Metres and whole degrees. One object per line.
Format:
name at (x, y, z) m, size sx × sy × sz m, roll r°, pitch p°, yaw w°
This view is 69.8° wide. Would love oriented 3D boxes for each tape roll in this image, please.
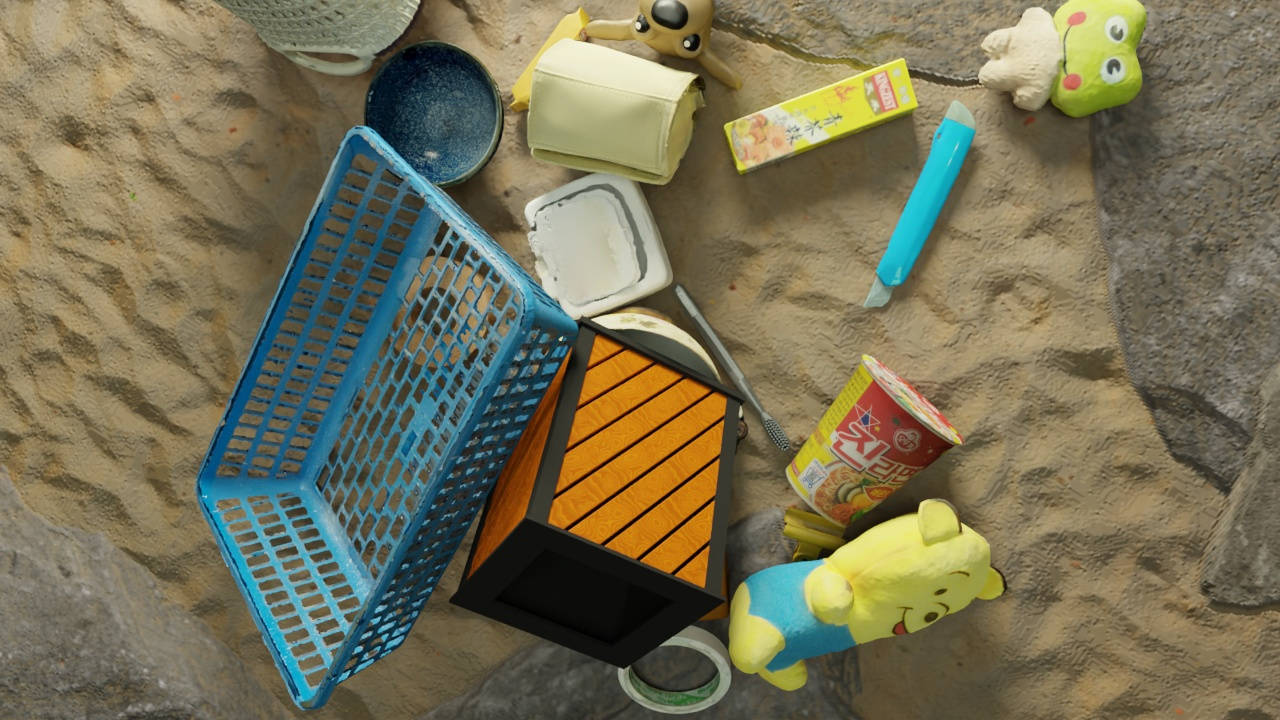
tape roll at (-0.172, -0.042, 0.784) m, size 0.094 × 0.027 × 0.094 m, roll 1°, pitch 95°, yaw 7°
tape roll at (0.029, 0.260, 0.773) m, size 0.094 × 0.018 × 0.094 m, roll 2°, pitch 120°, yaw 3°

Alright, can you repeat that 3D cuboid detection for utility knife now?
utility knife at (0.223, -0.120, 0.734) m, size 0.031 × 0.015 × 0.175 m, roll 25°, pitch 99°, yaw 7°

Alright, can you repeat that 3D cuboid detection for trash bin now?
trash bin at (-0.027, 0.097, 0.664) m, size 0.139 × 0.171 × 0.140 m, roll 26°, pitch 136°, yaw -15°

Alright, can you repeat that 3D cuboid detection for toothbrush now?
toothbrush at (0.076, 0.006, 0.766) m, size 0.013 × 0.013 × 0.167 m, roll -35°, pitch 88°, yaw 9°

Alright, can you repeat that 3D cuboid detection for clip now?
clip at (0.142, 0.151, 0.764) m, size 0.054 × 0.048 × 0.046 m, roll 16°, pitch 72°, yaw 4°

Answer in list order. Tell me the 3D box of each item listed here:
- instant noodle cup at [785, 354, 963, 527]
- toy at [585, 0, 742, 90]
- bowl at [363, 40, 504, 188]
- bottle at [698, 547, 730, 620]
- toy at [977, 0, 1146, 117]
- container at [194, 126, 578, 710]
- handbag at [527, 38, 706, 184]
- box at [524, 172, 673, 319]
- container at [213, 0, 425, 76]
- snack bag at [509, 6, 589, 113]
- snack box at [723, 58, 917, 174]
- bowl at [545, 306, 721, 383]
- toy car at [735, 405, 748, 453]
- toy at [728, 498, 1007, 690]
instant noodle cup at (0.177, 0.070, 0.721) m, size 0.100 × 0.100 × 0.113 m, roll 40°, pitch 106°, yaw 2°
toy at (0.033, -0.283, 0.706) m, size 0.134 × 0.105 × 0.108 m, roll 21°, pitch 108°, yaw 1°
bowl at (-0.161, -0.197, 0.752) m, size 0.114 × 0.060 × 0.114 m, roll 1°, pitch 97°, yaw 7°
bottle at (-0.006, 0.184, 0.764) m, size 0.157 × 0.067 × 0.068 m, roll -5°, pitch 94°, yaw 8°
toy at (0.319, -0.232, 0.697) m, size 0.118 × 0.043 × 0.092 m, roll 1°, pitch 96°, yaw 9°
container at (-0.199, 0.042, 0.696) m, size 0.257 × 0.089 × 0.363 m, roll 44°, pitch 113°, yaw 34°
handbag at (-0.014, -0.196, 0.710) m, size 0.119 × 0.111 × 0.081 m, roll 15°, pitch 124°, yaw 9°
box at (-0.039, -0.093, 0.731) m, size 0.102 × 0.095 × 0.107 m, roll -21°, pitch 90°, yaw 7°
container at (-0.250, -0.363, 0.695) m, size 0.185 × 0.143 × 0.251 m, roll 11°, pitch 91°, yaw 22°
snack bag at (-0.074, -0.245, 0.755) m, size 0.020 × 0.026 × 0.099 m, roll 40°, pitch 97°, yaw 8°
snack box at (0.142, -0.192, 0.730) m, size 0.148 × 0.029 × 0.040 m, roll -18°, pitch 93°, yaw 9°
bowl at (-0.004, 0.004, 0.734) m, size 0.145 × 0.063 × 0.145 m, roll 6°, pitch 137°, yaw 6°
toy car at (0.059, 0.079, 0.756) m, size 0.040 × 0.048 × 0.113 m, roll 17°, pitch 96°, yaw -1°
toy at (0.171, 0.178, 0.712) m, size 0.214 × 0.149 × 0.084 m, roll -27°, pitch 58°, yaw 4°
